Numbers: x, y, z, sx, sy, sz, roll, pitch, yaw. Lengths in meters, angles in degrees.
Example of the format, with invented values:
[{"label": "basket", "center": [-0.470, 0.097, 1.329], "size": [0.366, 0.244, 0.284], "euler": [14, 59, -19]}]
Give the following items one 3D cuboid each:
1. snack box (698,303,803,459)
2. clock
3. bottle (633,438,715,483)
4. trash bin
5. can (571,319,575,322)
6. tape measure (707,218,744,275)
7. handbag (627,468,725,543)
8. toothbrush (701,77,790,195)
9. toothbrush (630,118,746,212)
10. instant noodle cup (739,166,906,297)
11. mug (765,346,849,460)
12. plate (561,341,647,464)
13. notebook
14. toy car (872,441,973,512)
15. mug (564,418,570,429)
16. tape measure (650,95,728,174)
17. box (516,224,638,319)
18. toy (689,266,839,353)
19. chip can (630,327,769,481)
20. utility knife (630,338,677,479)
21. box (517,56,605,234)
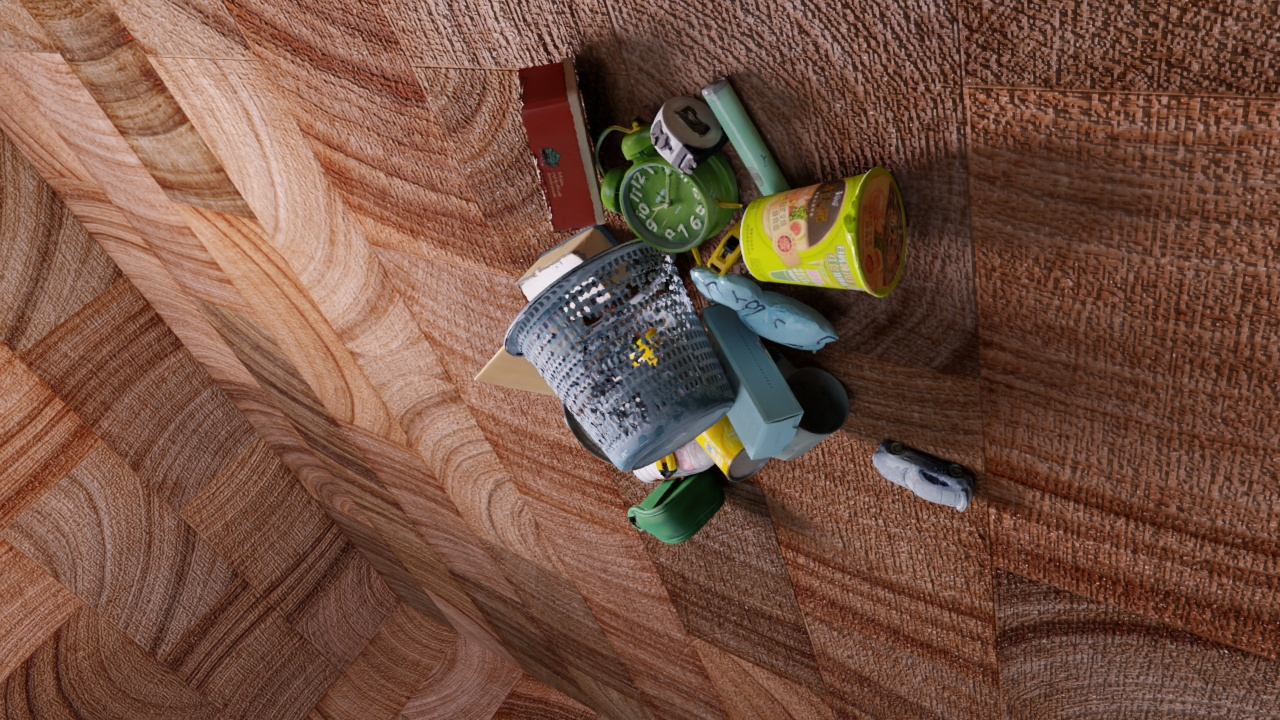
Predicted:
[{"label": "snack box", "center": [0.118, 0.020, 1.041], "size": [0.074, 0.051, 0.174], "euler": [98, 152, -52]}, {"label": "clock", "center": [0.022, -0.176, 0.930], "size": [0.161, 0.056, 0.116], "euler": [37, 137, 3]}, {"label": "bottle", "center": [0.061, 0.134, 1.329], "size": [0.068, 0.068, 0.197], "euler": [47, 148, -14]}, {"label": "trash bin", "center": [-0.006, 0.006, 1.016], "size": [0.195, 0.226, 0.227], "euler": [57, 153, 12]}, {"label": "can", "center": [-0.123, -0.031, 1.320], "size": [0.053, 0.053, 0.135], "euler": [37, 150, 3]}, {"label": "tape measure", "center": [0.101, -0.118, 0.952], "size": [0.029, 0.059, 0.057], "euler": [37, 126, 6]}, {"label": "handbag", "center": [0.055, 0.214, 1.385], "size": [0.068, 0.131, 0.120], "euler": [57, 151, -12]}, {"label": "toothbrush", "center": [0.126, -0.171, 0.884], "size": [0.224, 0.027, 0.026], "euler": [54, 165, -24]}, {"label": "toothbrush", "center": [0.066, -0.190, 0.939], "size": [0.186, 0.012, 0.017], "euler": [38, 144, 2]}, {"label": "instant noodle cup", "center": [0.160, -0.112, 0.828], "size": [0.124, 0.111, 0.112], "euler": [2, 134, 37]}, {"label": "mug", "center": [0.173, 0.051, 1.088], "size": [0.124, 0.083, 0.104], "euler": [48, 153, 9]}, {"label": "plate", "center": [-0.022, 0.059, 1.262], "size": [0.180, 0.024, 0.179], "euler": [6, 107, 20]}, {"label": "notebook", "center": [-0.131, 0.002, 1.309], "size": [0.149, 0.012, 0.212], "euler": [12, 152, -25]}, {"label": "toy car", "center": [0.329, 0.136, 1.072], "size": [0.121, 0.036, 0.054], "euler": [24, 148, 30]}, {"label": "mug", "center": [-0.054, 0.087, 1.358], "size": [0.112, 0.082, 0.106], "euler": [-12, 133, 8]}, {"label": "tape measure", "center": [0.044, -0.217, 0.872], "size": [0.066, 0.065, 0.034], "euler": [43, 145, 3]}, {"label": "box", "center": [-0.080, -0.107, 1.166], "size": [0.090, 0.061, 0.185], "euler": [49, 147, -18]}, {"label": "toy", "center": [0.136, -0.052, 0.994], "size": [0.156, 0.049, 0.161], "euler": [31, 172, -40]}, {"label": "chip can", "center": [0.072, 0.050, 1.121], "size": [0.213, 0.072, 0.072], "euler": [49, 159, 34]}, {"label": "utility knife", "center": [0.014, 0.069, 1.276], "size": [0.033, 0.015, 0.215], "euler": [-5, 108, 32]}, {"label": "box", "center": [-0.090, -0.222, 0.968], "size": [0.077, 0.091, 0.168], "euler": [-11, 137, 1]}]
